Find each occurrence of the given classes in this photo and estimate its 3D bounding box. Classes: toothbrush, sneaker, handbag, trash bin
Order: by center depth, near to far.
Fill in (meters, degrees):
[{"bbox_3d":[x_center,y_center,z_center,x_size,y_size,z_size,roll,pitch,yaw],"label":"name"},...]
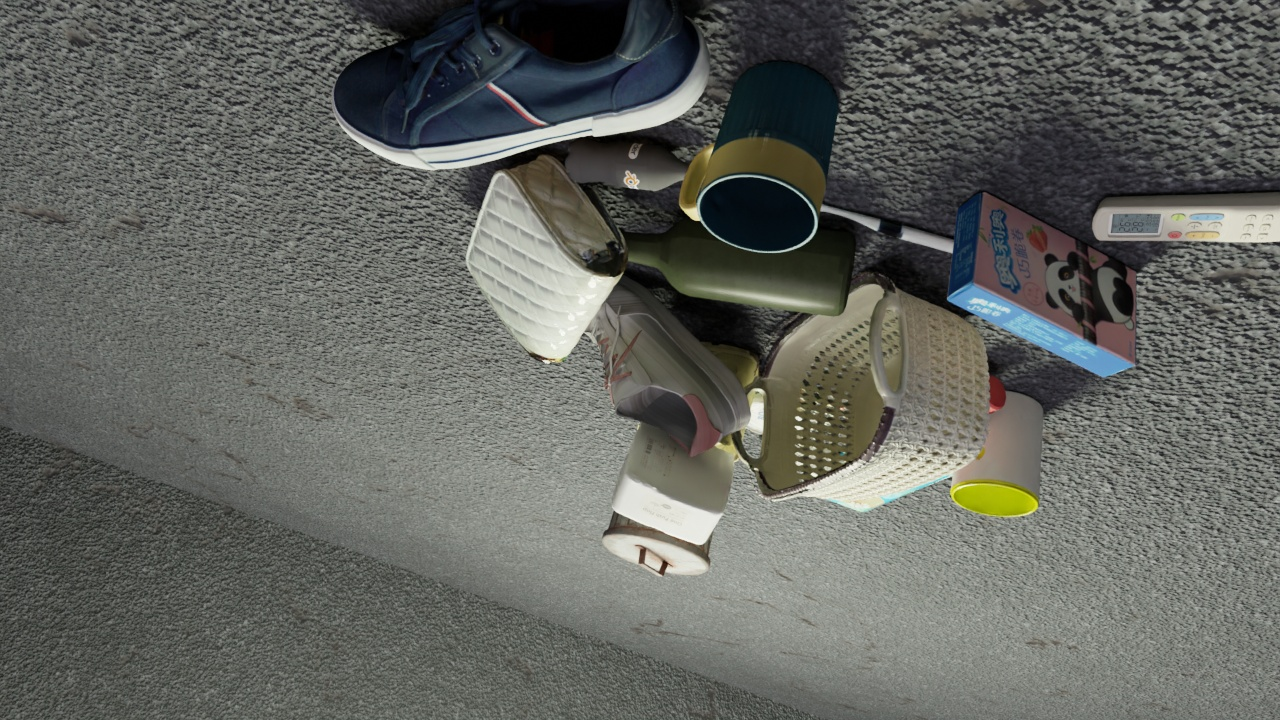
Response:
[{"bbox_3d":[-0.109,-0.214,0.618,0.295,0.120,0.127,-1,162,26],"label":"sneaker"},{"bbox_3d":[0.212,-0.101,0.744,0.187,0.017,0.012,16,167,1],"label":"toothbrush"},{"bbox_3d":[-0.084,-0.090,0.835,0.139,0.072,0.195,54,152,6],"label":"handbag"},{"bbox_3d":[-0.005,0.005,0.902,0.236,0.089,0.099,40,143,17],"label":"sneaker"},{"bbox_3d":[0.067,0.043,0.994,0.111,0.119,0.081,3,145,29],"label":"handbag"},{"bbox_3d":[0.039,0.155,1.119,0.131,0.210,0.131,13,154,7],"label":"trash bin"}]

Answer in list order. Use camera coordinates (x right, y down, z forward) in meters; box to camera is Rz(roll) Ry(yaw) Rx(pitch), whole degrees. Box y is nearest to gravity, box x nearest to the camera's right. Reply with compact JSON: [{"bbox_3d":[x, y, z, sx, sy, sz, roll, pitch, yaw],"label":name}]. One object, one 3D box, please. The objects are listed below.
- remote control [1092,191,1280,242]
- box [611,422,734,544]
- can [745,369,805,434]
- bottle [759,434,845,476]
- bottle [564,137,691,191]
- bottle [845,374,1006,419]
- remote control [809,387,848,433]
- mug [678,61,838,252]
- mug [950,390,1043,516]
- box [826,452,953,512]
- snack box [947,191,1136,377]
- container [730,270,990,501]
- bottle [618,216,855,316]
[{"bbox_3d":[0.388,-0.100,0.646,0.126,0.018,0.038,4,151,25],"label":"remote control"},{"bbox_3d":[0.034,0.116,0.953,0.111,0.101,0.189,24,-165,-1],"label":"box"},{"bbox_3d":[0.150,0.050,1.042,0.086,0.043,0.086,13,152,7],"label":"can"},{"bbox_3d":[0.198,0.113,1.113,0.116,0.041,0.041,29,160,26],"label":"bottle"},{"bbox_3d":[-0.005,-0.157,0.739,0.110,0.036,0.036,9,153,15],"label":"bottle"},{"bbox_3d":[0.293,0.053,0.944,0.062,0.062,0.177,28,151,-22],"label":"bottle"},{"bbox_3d":[0.211,0.058,1.052,0.033,0.015,0.147,17,154,-1],"label":"remote control"},{"bbox_3d":[0.078,-0.140,0.647,0.114,0.107,0.083,-9,146,41],"label":"mug"},{"bbox_3d":[0.364,0.095,0.934,0.082,0.106,0.083,13,154,6],"label":"mug"},{"bbox_3d":[0.297,0.135,1.123,0.094,0.039,0.227,22,153,-10],"label":"box"},{"bbox_3d":[0.307,-0.057,0.697,0.154,0.087,0.033,24,152,-13],"label":"snack box"},{"bbox_3d":[0.202,0.039,0.849,0.143,0.184,0.252,15,156,-17],"label":"container"},{"bbox_3d":[0.076,-0.087,0.790,0.207,0.071,0.071,9,153,14],"label":"bottle"}]
